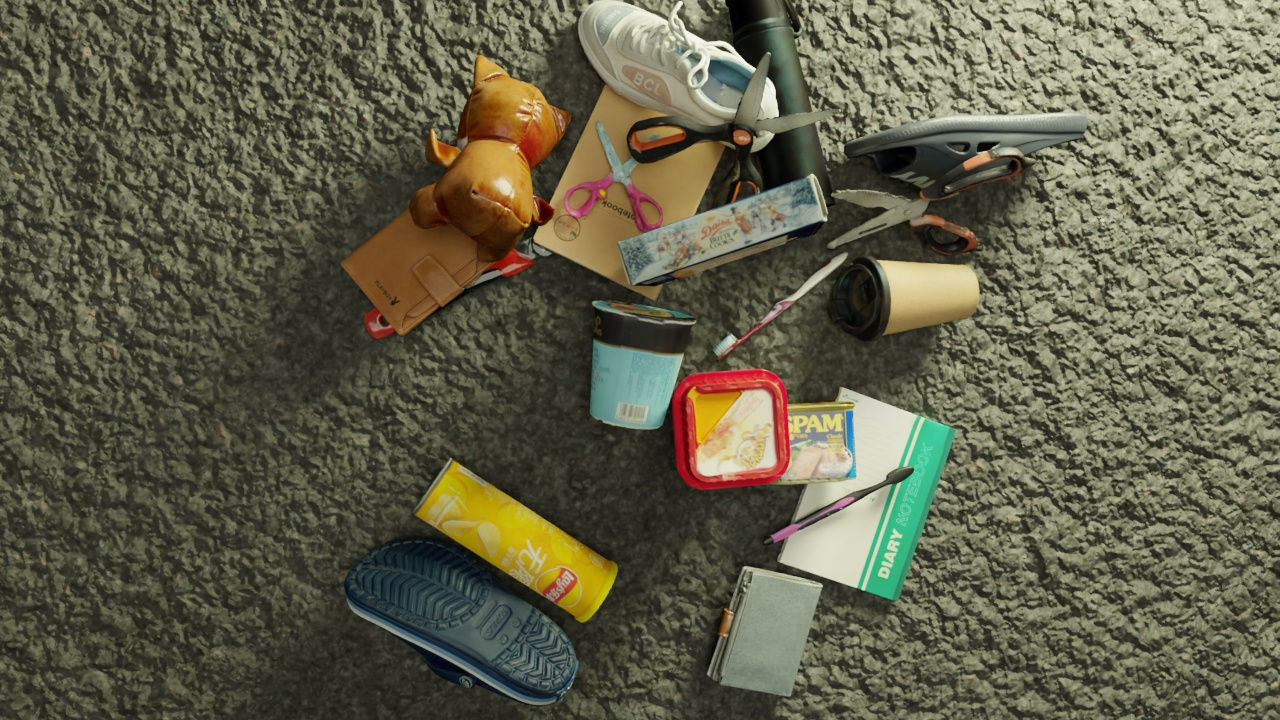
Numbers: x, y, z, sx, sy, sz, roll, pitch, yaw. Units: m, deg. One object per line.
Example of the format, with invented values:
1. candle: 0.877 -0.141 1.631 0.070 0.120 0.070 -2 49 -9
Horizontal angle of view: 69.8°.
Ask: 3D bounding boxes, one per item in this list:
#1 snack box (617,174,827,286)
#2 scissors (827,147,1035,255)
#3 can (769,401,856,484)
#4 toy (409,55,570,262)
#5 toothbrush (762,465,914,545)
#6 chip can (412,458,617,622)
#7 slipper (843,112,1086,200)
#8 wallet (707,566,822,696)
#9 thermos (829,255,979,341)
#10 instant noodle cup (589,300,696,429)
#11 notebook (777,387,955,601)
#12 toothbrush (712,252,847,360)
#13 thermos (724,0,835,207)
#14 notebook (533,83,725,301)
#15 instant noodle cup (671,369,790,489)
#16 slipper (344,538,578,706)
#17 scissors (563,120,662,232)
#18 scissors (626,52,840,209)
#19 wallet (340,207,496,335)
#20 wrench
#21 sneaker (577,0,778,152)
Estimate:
1. snack box: 0.080 -0.118 0.878 0.183 0.177 0.046 -18 91 8
2. scissors: 0.305 -0.165 0.975 0.222 0.190 0.015 11 51 -26
3. can: 0.182 0.089 0.994 0.102 0.057 0.083 -3 90 3
4. toy: -0.145 -0.200 0.917 0.140 0.131 0.199 30 66 -39
5. toothbrush: 0.219 0.161 1.020 0.189 0.018 0.014 -26 94 -3
6. chip can: -0.129 0.187 0.957 0.213 0.072 0.072 35 87 -7
7. slipper: 0.356 -0.219 0.990 0.268 0.111 0.083 -7 96 -10
8. wallet: 0.136 0.298 1.014 0.106 0.037 0.129 16 91 -18
9. thermos: 0.288 -0.070 0.999 0.143 0.093 0.093 -5 92 -16
10. instant noodle cup: -0.006 0.006 0.958 0.111 0.111 0.120 8 99 -8
11. notebook: 0.258 0.152 1.037 0.150 0.012 0.209 20 89 -8
12. toothbrush: 0.155 -0.063 1.015 0.187 0.016 0.017 -39 86 -4
13. thermos: 0.157 -0.278 0.984 0.089 0.069 0.242 -15 94 -29
14. notebook: -0.006 -0.188 0.984 0.148 0.008 0.207 25 84 -9
15. instant noodle cup: 0.085 0.068 0.955 0.116 0.124 0.116 -4 92 -8
16. slipper: -0.183 0.275 0.948 0.253 0.104 0.095 26 130 6
17. scissors: -0.019 -0.189 0.970 0.135 0.017 0.133 44 78 -4
18. scissors: 0.085 -0.212 0.907 0.232 0.221 0.021 9 58 18
19. wallet: -0.227 -0.102 0.946 0.131 0.031 0.108 -39 81 -6
20. wrench: -0.162 -0.090 0.972 0.273 0.016 0.056 -22 94 -7
21. sneaker: 0.033 -0.301 0.924 0.242 0.091 0.089 35 82 12
